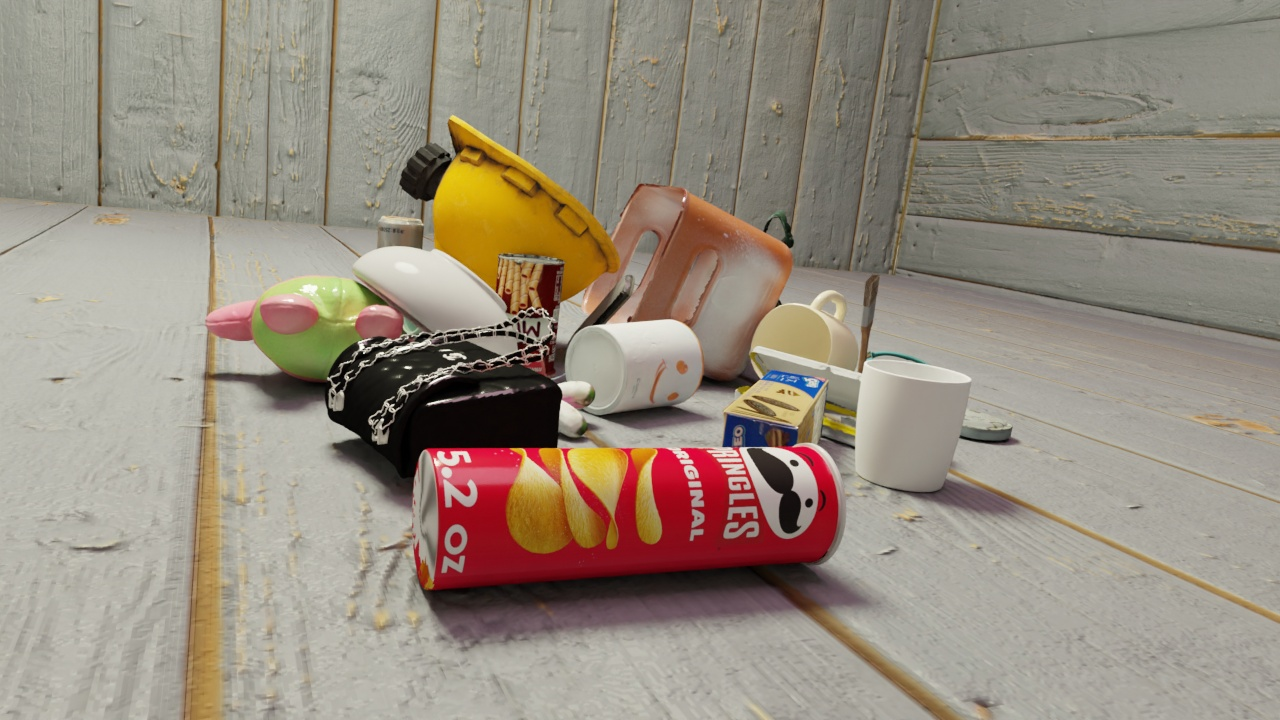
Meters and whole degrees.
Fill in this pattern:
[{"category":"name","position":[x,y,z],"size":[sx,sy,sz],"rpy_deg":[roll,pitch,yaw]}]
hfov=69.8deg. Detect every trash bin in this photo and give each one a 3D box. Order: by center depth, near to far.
[{"category":"trash bin","position":[0.051,-0.094,1.090],"size":[0.157,0.181,0.260],"rpy_deg":[24,5,-16]}]

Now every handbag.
[{"category":"handbag","position":[-0.138,0.015,0.627],"size":[0.124,0.115,0.154],"rpy_deg":[-4,19,-38]}]

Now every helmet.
[{"category":"helmet","position":[-0.159,-0.141,1.041],"size":[0.255,0.131,0.205],"rpy_deg":[38,-12,6]}]

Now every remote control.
[{"category":"remote control","position":[-0.046,-0.047,1.017],"size":[0.013,0.137,0.033],"rpy_deg":[26,47,-19]}]

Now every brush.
[{"category":"brush","position":[0.225,-0.013,0.922],"size":[0.008,0.143,0.045],"rpy_deg":[9,19,21]}]

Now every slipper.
[{"category":"slipper","position":[0.286,0.027,1.000],"size":[0.098,0.055,0.269],"rpy_deg":[-1,14,-24]}]

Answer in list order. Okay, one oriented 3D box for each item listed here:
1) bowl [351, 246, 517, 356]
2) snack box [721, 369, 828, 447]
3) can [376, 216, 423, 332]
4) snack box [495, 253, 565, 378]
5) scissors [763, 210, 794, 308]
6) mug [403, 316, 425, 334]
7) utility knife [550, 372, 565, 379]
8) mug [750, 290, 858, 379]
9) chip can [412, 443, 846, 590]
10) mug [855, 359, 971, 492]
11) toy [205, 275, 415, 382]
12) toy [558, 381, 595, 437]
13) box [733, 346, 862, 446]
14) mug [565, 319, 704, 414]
[{"category":"bowl","position":[-0.177,-0.052,0.852],"size":[0.176,0.066,0.177],"rpy_deg":[37,-9,6]},{"category":"snack box","position":[0.110,0.052,0.735],"size":[0.057,0.056,0.206],"rpy_deg":[9,10,16]},{"category":"can","position":[-0.293,-0.105,1.111],"size":[0.054,0.136,0.054],"rpy_deg":[6,10,-1]},{"category":"snack box","position":[-0.117,-0.046,0.943],"size":[0.072,0.121,0.072],"rpy_deg":[7,12,-2]},{"category":"scissors","position":[0.174,-0.080,1.108],"size":[0.015,0.203,0.202],"rpy_deg":[-22,-15,-12]},{"category":"mug","position":[-0.211,-0.061,1.077],"size":[0.104,0.084,0.111],"rpy_deg":[11,4,-38]},{"category":"utility knife","position":[-0.100,0.024,0.877],"size":[0.022,0.015,0.176],"rpy_deg":[-17,1,18]},{"category":"mug","position":[0.190,-0.018,0.994],"size":[0.096,0.120,0.099],"rpy_deg":[32,12,35]},{"category":"chip can","position":[-0.003,0.079,0.482],"size":[0.220,0.069,0.069],"rpy_deg":[2,12,-23]},{"category":"mug","position":[0.207,0.047,0.735],"size":[0.081,0.088,0.114],"rpy_deg":[5,11,-10]},{"category":"toy","position":[-0.293,-0.030,0.843],"size":[0.192,0.097,0.237],"rpy_deg":[12,-2,-25]},{"category":"toy","position":[-0.099,0.034,0.755],"size":[0.122,0.038,0.079],"rpy_deg":[3,17,-3]},{"category":"box","position":[0.180,0.041,0.865],"size":[0.067,0.070,0.210],"rpy_deg":[26,-4,-39]},{"category":"mug","position":[-0.005,0.005,0.848],"size":[0.082,0.082,0.105],"rpy_deg":[16,15,41]}]
